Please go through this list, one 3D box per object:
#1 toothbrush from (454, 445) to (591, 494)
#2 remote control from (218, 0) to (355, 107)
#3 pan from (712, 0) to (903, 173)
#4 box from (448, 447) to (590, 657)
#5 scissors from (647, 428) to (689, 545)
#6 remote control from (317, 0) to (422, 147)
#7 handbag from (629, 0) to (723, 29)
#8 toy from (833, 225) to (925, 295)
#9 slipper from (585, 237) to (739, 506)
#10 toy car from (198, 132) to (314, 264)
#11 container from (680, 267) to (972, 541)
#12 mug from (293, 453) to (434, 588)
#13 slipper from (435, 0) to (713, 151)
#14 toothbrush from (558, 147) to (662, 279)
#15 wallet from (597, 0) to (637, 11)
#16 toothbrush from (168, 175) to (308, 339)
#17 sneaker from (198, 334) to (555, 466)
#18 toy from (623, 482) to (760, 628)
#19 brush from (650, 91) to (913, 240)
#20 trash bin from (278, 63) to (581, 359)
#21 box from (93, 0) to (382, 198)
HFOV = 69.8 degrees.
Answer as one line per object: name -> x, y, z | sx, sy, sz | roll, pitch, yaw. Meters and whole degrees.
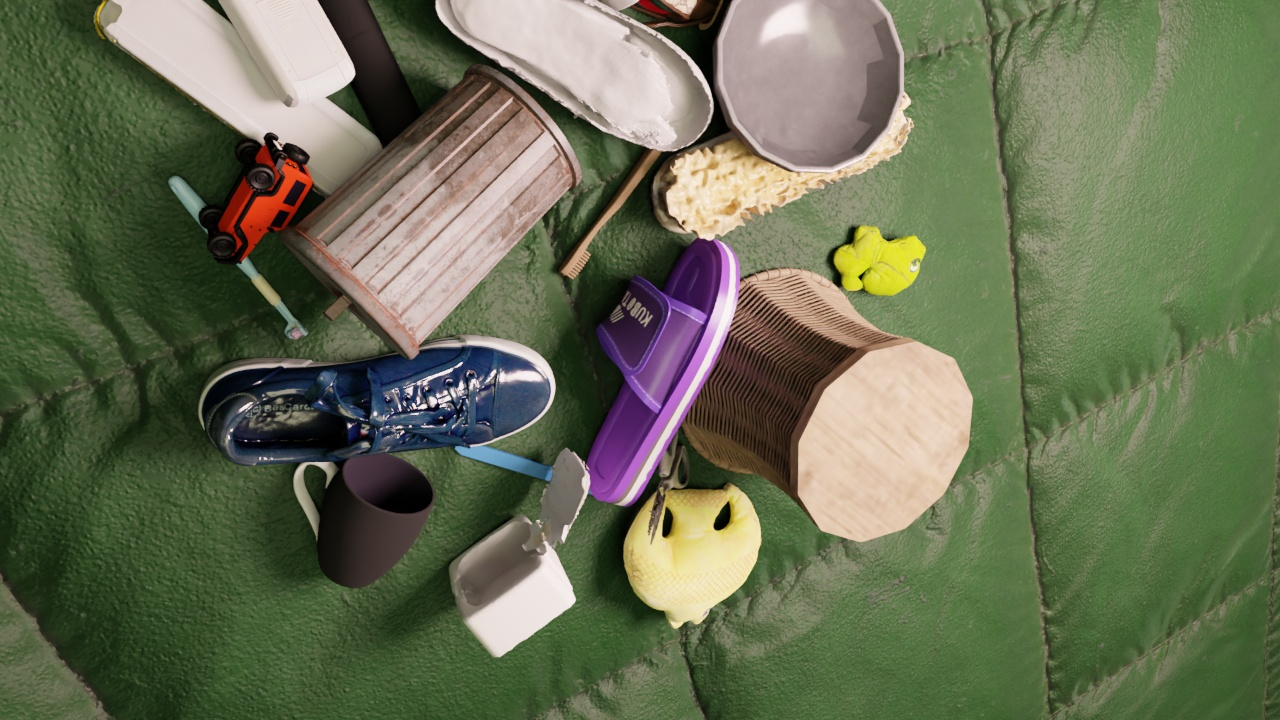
toothbrush -> -0.102, 0.104, 0.886 | 0.166, 0.014, 0.016 | 21, 100, -25
remote control -> -0.262, -0.253, 0.653 | 0.060, 0.025, 0.138 | -40, 112, -32
pan -> 0.156, -0.337, 0.797 | 0.178, 0.041, 0.357 | 10, 90, -17
box -> -0.096, 0.178, 0.855 | 0.083, 0.110, 0.190 | 39, 93, -30
scissors -> 0.028, 0.123, 0.881 | 0.013, 0.169, 0.132 | -13, 146, 18
remote control -> -0.212, -0.238, 0.703 | 0.041, 0.020, 0.152 | -29, 118, -11
handbag -> 0.039, -0.358, 0.756 | 0.138, 0.063, 0.167 | -3, 109, -34
toy -> 0.251, -0.103, 0.958 | 0.094, 0.036, 0.093 | -44, 117, 3
slipper -> -0.005, 0.005, 0.844 | 0.084, 0.107, 0.267 | 18, 105, -27
toy car -> -0.281, -0.116, 0.672 | 0.048, 0.051, 0.100 | 22, 112, -44
container -> 0.175, 0.043, 0.881 | 0.226, 0.196, 0.227 | -8, 112, -22
mug -> -0.251, 0.135, 0.796 | 0.119, 0.084, 0.100 | 30, 111, 0
slipper -> -0.048, -0.247, 0.741 | 0.246, 0.074, 0.112 | 24, 138, -24
toothbrush -> -0.020, -0.144, 0.829 | 0.016, 0.016, 0.167 | 35, 92, -30
wallet -> -0.052, -0.321, 0.710 | 0.032, 0.086, 0.116 | -47, 117, -9
toothbrush -> -0.314, -0.078, 0.718 | 0.155, 0.022, 0.016 | 60, 38, -29
sneaker -> -0.200, 0.040, 0.753 | 0.294, 0.127, 0.121 | -5, 112, -25
toy -> 0.058, 0.207, 0.968 | 0.170, 0.065, 0.155 | 1, 96, -32
brush -> 0.133, -0.190, 0.857 | 0.271, 0.057, 0.083 | -24, 108, -16
trash bin -> -0.161, -0.107, 0.698 | 0.211, 0.131, 0.131 | -47, 121, -13
box -> -0.289, -0.198, 0.677 | 0.209, 0.033, 0.064 | 38, 88, -31
